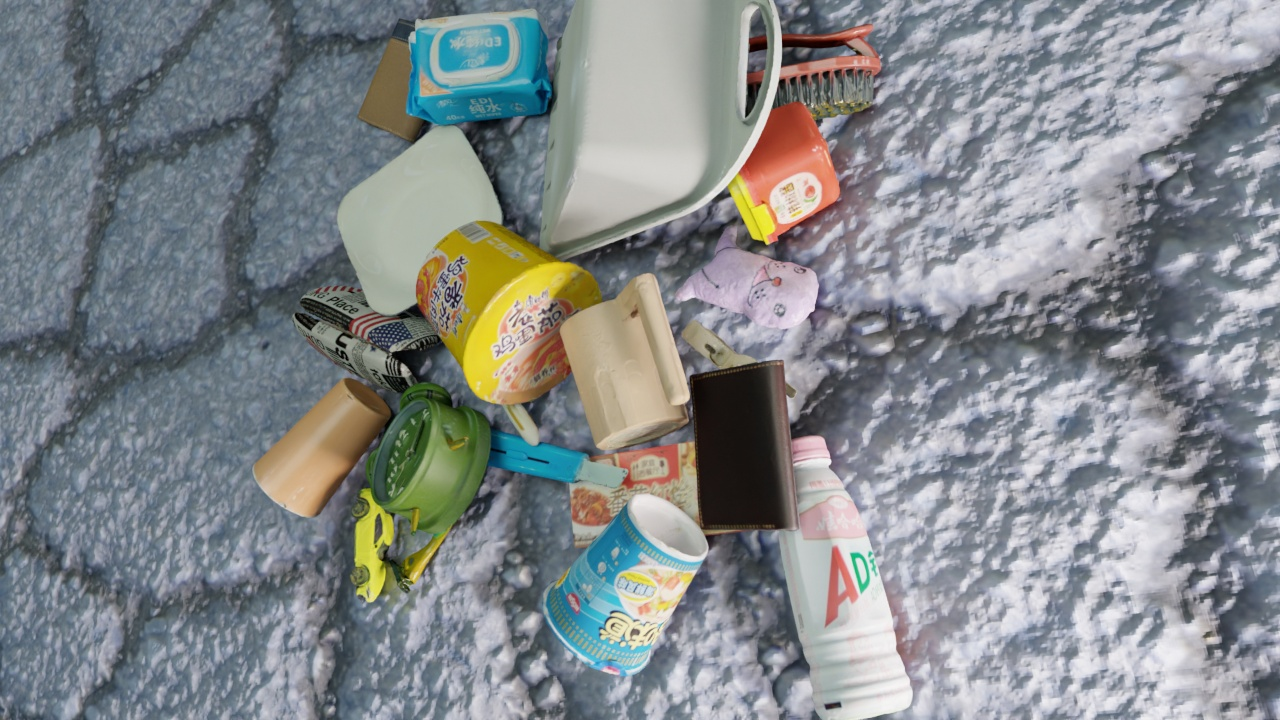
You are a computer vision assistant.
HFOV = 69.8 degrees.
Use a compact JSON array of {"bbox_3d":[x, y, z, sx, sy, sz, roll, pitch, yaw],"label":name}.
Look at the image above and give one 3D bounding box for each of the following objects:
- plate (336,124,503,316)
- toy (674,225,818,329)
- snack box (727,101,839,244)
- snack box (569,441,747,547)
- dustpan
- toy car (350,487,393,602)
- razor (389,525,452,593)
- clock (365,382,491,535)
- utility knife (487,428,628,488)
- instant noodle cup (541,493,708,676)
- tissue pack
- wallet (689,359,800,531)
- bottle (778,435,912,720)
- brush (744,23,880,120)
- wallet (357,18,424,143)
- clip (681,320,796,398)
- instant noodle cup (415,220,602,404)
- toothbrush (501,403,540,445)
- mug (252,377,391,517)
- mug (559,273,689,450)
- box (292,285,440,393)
[{"bbox_3d":[-0.210,-0.132,0.891,0.164,0.034,0.163,-33,64,10],"label":"plate"},{"bbox_3d":[0.094,-0.062,0.739,0.108,0.039,0.083,24,69,29],"label":"toy"},{"bbox_3d":[0.107,-0.151,0.720,0.080,0.091,0.082,-25,60,11],"label":"snack box"},{"bbox_3d":[0.014,0.109,0.750,0.153,0.025,0.075,-11,76,24],"label":"snack box"},{"bbox_3d":[0.006,-0.206,0.758,0.142,0.258,0.222,6,81,-11],"label":"dustpan"},{"bbox_3d":[-0.248,0.171,0.853,0.032,0.048,0.105,-1,78,-2],"label":"toy car"},{"bbox_3d":[-0.186,0.147,0.836,0.132,0.028,0.043,-60,28,6],"label":"razor"},{"bbox_3d":[-0.195,0.083,0.819,0.116,0.056,0.161,-60,33,2],"label":"clock"},{"bbox_3d":[-0.084,0.084,0.783,0.192,0.018,0.034,7,83,39],"label":"utility knife"},{"bbox_3d":[-0.005,0.164,0.697,0.099,0.099,0.110,43,110,26],"label":"instant noodle cup"},{"bbox_3d":[-0.152,-0.278,0.867,0.140,0.063,0.090,-3,77,7],"label":"tissue pack"},{"bbox_3d":[0.074,0.065,0.681,0.097,0.020,0.122,-12,79,51],"label":"wallet"},{"bbox_3d":[0.137,0.153,0.662,0.068,0.068,0.196,-19,70,21],"label":"bottle"},{"bbox_3d":[0.120,-0.230,0.744,0.146,0.063,0.069,-4,92,23],"label":"brush"},{"bbox_3d":[-0.239,-0.288,0.944,0.090,0.033,0.115,27,93,30],"label":"wallet"},{"bbox_3d":[0.083,0.011,0.742,0.035,0.082,0.104,-54,42,8],"label":"clip"},{"bbox_3d":[-0.120,-0.048,0.790,0.110,0.138,0.138,40,98,34],"label":"instant noodle cup"},{"bbox_3d":[-0.138,0.009,0.829,0.016,0.018,0.191,-39,55,0],"label":"toothbrush"},{"bbox_3d":[-0.301,0.080,0.882,0.123,0.078,0.078,-48,64,4],"label":"mug"},{"bbox_3d":[-0.004,0.004,0.733,0.125,0.084,0.103,-43,60,57],"label":"mug"},{"bbox_3d":[-0.265,-0.032,0.897,0.163,0.076,0.087,24,69,30],"label":"box"}]
